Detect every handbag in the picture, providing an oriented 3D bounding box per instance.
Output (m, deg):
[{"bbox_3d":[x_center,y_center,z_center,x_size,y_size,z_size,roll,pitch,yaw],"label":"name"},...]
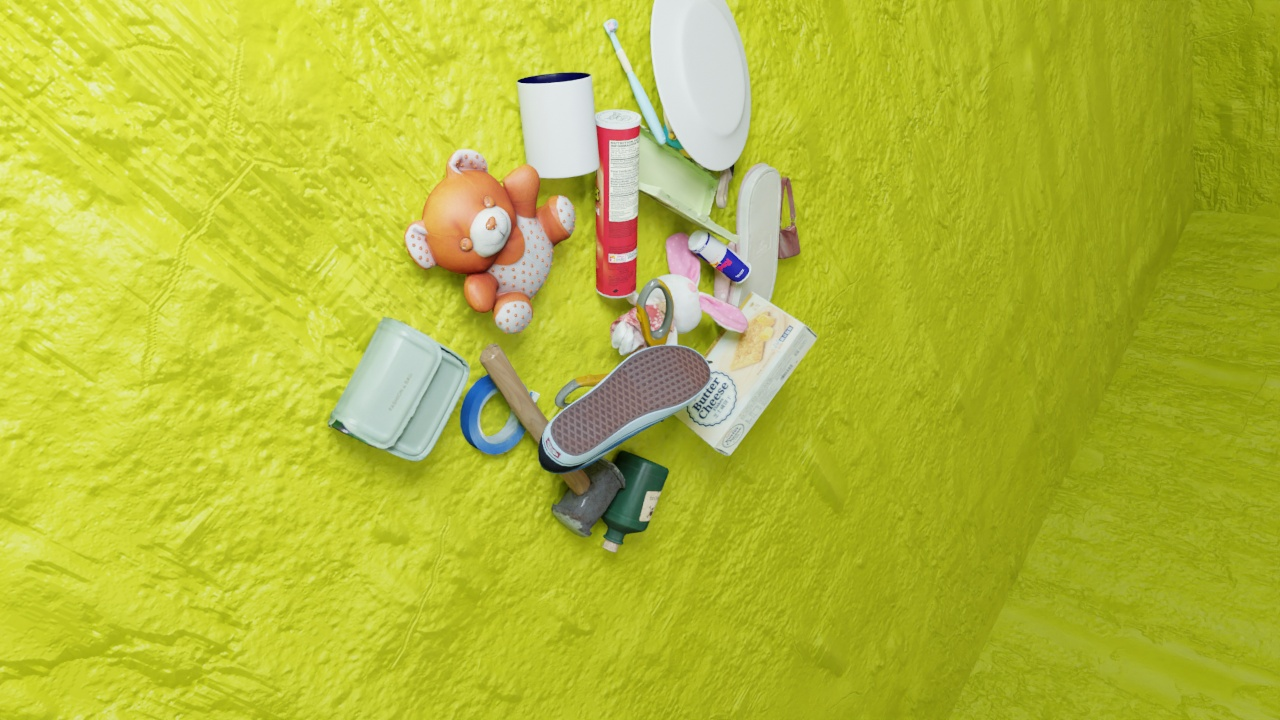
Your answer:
[{"bbox_3d":[0.218,-0.215,1.378,0.055,0.029,0.120,-21,114,-45],"label":"handbag"},{"bbox_3d":[-0.242,0.032,0.922,0.106,0.067,0.121,36,77,-47],"label":"handbag"}]

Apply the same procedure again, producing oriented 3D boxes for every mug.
[{"bbox_3d":[-0.082,-0.258,0.992,0.111,0.079,0.097,-58,147,-60],"label":"mug"}]

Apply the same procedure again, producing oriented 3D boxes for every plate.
[{"bbox_3d":[0.085,-0.355,1.120,0.242,0.016,0.242,7,81,-56],"label":"plate"}]

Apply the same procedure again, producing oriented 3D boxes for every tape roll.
[{"bbox_3d":[-0.165,0.061,1.056,0.093,0.016,0.091,33,80,-49],"label":"tape roll"}]

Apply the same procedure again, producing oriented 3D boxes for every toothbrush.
[{"bbox_3d":[-0.004,-0.322,1.072,0.022,0.016,0.155,-52,126,-38],"label":"toothbrush"}]

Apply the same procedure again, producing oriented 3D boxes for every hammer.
[{"bbox_3d":[-0.109,0.096,1.090,0.097,0.052,0.328,-53,140,-22],"label":"hammer"}]

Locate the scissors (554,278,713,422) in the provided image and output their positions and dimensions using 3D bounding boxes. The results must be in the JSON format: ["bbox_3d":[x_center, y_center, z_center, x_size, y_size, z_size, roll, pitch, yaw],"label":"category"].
[{"bbox_3d":[-0.006,0.006,1.120,0.229,0.016,0.226,-24,133,-18],"label":"scissors"}]

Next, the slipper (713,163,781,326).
[{"bbox_3d":[0.147,-0.147,1.295,0.113,0.054,0.275,-30,135,-43],"label":"slipper"}]

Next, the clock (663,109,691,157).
[{"bbox_3d":[0.061,-0.303,1.141,0.129,0.044,0.099,24,68,-58],"label":"clock"}]

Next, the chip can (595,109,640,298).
[{"bbox_3d":[-0.028,-0.178,1.068,0.051,0.052,0.215,-29,134,-38],"label":"chip can"}]

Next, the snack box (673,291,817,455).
[{"bbox_3d":[0.138,0.017,1.271,0.208,0.104,0.057,-54,144,4],"label":"snack box"}]

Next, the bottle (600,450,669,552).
[{"bbox_3d":[-0.018,0.194,1.237,0.061,0.061,0.131,26,84,-47],"label":"bottle"}]

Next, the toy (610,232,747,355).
[{"bbox_3d":[0.034,-0.066,1.178,0.193,0.084,0.159,-32,88,-31],"label":"toy"}]

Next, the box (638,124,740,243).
[{"bbox_3d":[0.043,-0.212,1.155,0.066,0.127,0.188,-34,151,27],"label":"box"}]

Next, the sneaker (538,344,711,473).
[{"bbox_3d":[-0.026,0.059,1.086,0.240,0.083,0.098,-29,169,-32],"label":"sneaker"}]

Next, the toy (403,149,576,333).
[{"bbox_3d":[-0.150,-0.127,0.945,0.172,0.093,0.163,33,80,-47],"label":"toy"}]

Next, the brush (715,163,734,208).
[{"bbox_3d":[0.112,-0.252,1.202,0.039,0.012,0.150,64,28,-43],"label":"brush"}]

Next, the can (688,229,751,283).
[{"bbox_3d":[0.104,-0.138,1.210,0.095,0.032,0.032,31,80,-34],"label":"can"}]
